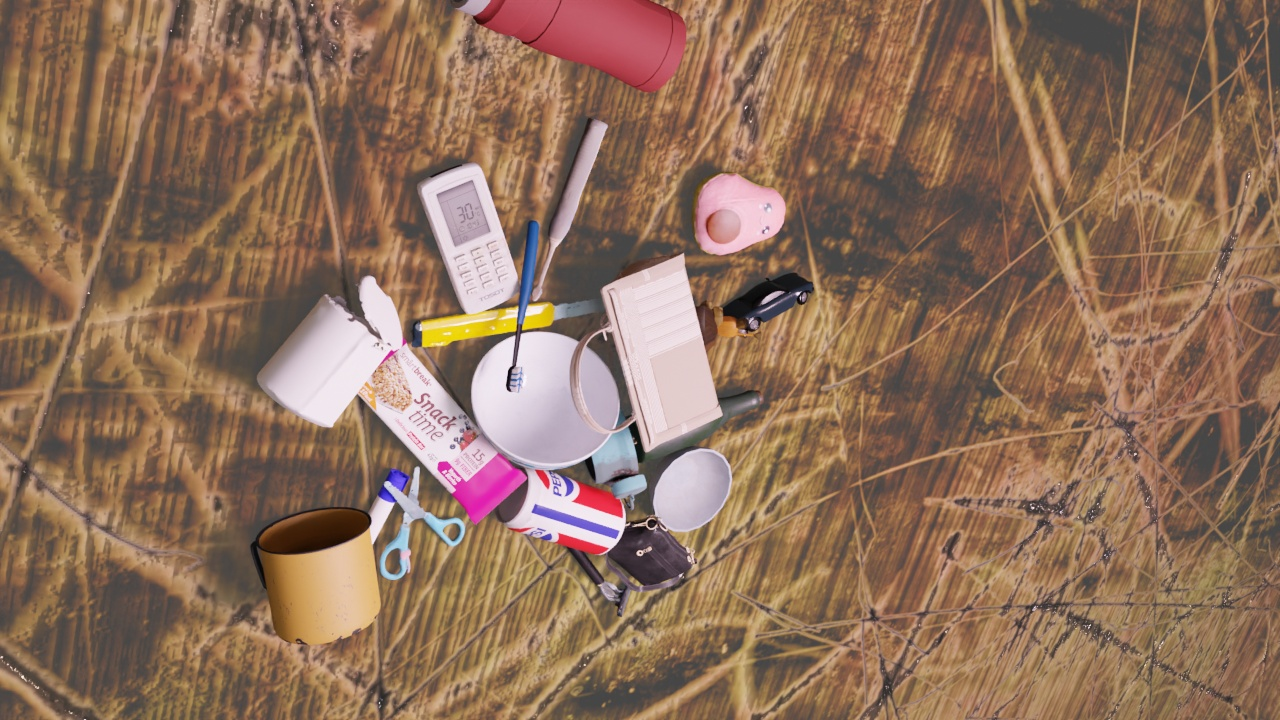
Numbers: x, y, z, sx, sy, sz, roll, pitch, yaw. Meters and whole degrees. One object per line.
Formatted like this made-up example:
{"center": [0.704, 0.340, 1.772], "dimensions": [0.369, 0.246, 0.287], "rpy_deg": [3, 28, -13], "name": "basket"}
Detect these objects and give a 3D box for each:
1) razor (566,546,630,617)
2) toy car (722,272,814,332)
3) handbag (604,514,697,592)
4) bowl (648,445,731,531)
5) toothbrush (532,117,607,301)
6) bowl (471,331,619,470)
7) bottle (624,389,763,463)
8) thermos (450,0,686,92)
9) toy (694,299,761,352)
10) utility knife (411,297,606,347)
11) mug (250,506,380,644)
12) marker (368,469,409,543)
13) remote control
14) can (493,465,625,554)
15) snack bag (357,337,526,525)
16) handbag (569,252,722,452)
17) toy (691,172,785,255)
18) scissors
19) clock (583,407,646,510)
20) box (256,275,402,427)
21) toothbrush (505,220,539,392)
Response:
{"center": [-0.057, 0.240, 1.064], "dimensions": [0.144, 0.022, 0.042], "rpy_deg": [55, 36, -30], "name": "razor"}
{"center": [0.142, -0.068, 1.035], "dimensions": [0.112, 0.046, 0.034], "rpy_deg": [-28, 127, -16], "name": "toy car"}
{"center": [0.012, 0.221, 1.053], "dimensions": [0.079, 0.054, 0.128], "rpy_deg": [-22, 134, 20], "name": "handbag"}
{"center": [0.052, 0.144, 1.074], "dimensions": [0.106, 0.039, 0.106], "rpy_deg": [-12, 115, -26], "name": "bowl"}
{"center": [-0.073, -0.144, 0.892], "dimensions": [0.022, 0.024, 0.186], "rpy_deg": [21, 101, 5], "name": "toothbrush"}
{"center": [-0.099, 0.052, 0.912], "dimensions": [0.143, 0.144, 0.074], "rpy_deg": [-16, 157, -24], "name": "bowl"}
{"center": [0.065, 0.065, 1.041], "dimensions": [0.173, 0.055, 0.055], "rpy_deg": [-17, 117, -25], "name": "bottle"}
{"center": [-0.053, -0.310, 0.789], "dimensions": [0.198, 0.083, 0.108], "rpy_deg": [13, 138, -36], "name": "thermos"}
{"center": [0.080, -0.036, 0.989], "dimensions": [0.076, 0.100, 0.062], "rpy_deg": [77, 20, -64], "name": "toy"}
{"center": [-0.118, -0.041, 0.911], "dimensions": [0.223, 0.019, 0.031], "rpy_deg": [-9, 126, -24], "name": "utility knife"}
{"center": [-0.306, 0.198, 0.851], "dimensions": [0.100, 0.124, 0.094], "rpy_deg": [-41, 129, -67], "name": "mug"}
{"center": [-0.271, 0.174, 0.910], "dimensions": [0.020, 0.020, 0.141], "rpy_deg": [25, 96, -35], "name": "marker"}
{"center": [-0.158, -0.112, 0.852], "dimensions": [0.060, 0.025, 0.138], "rpy_deg": [-26, 121, -19], "name": "remote control"}
{"center": [-0.085, 0.160, 0.982], "dimensions": [0.132, 0.070, 0.070], "rpy_deg": [25, 96, -35], "name": "can"}
{"center": [-0.196, 0.068, 0.888], "dimensions": [0.070, 0.016, 0.196], "rpy_deg": [-41, 110, -11], "name": "snack bag"}
{"center": [-0.005, 0.005, 0.889], "dimensions": [0.197, 0.062, 0.176], "rpy_deg": [-32, 111, -54], "name": "handbag"}
{"center": [0.105, -0.158, 0.972], "dimensions": [0.109, 0.051, 0.090], "rpy_deg": [-11, 116, -27], "name": "toy"}
{"center": [-0.216, 0.160, 0.927], "dimensions": [0.111, 0.015, 0.141], "rpy_deg": [-6, 126, -37], "name": "scissors"}
{"center": [-0.031, 0.102, 0.977], "dimensions": [0.053, 0.090, 0.124], "rpy_deg": [-16, 103, -12], "name": "clock"}
{"center": [-0.259, -0.010, 0.800], "dimensions": [0.143, 0.089, 0.080], "rpy_deg": [-54, 145, -4], "name": "box"}
{"center": [-0.111, -0.052, 0.876], "dimensions": [0.014, 0.014, 0.167], "rpy_deg": [23, 72, -67], "name": "toothbrush"}
